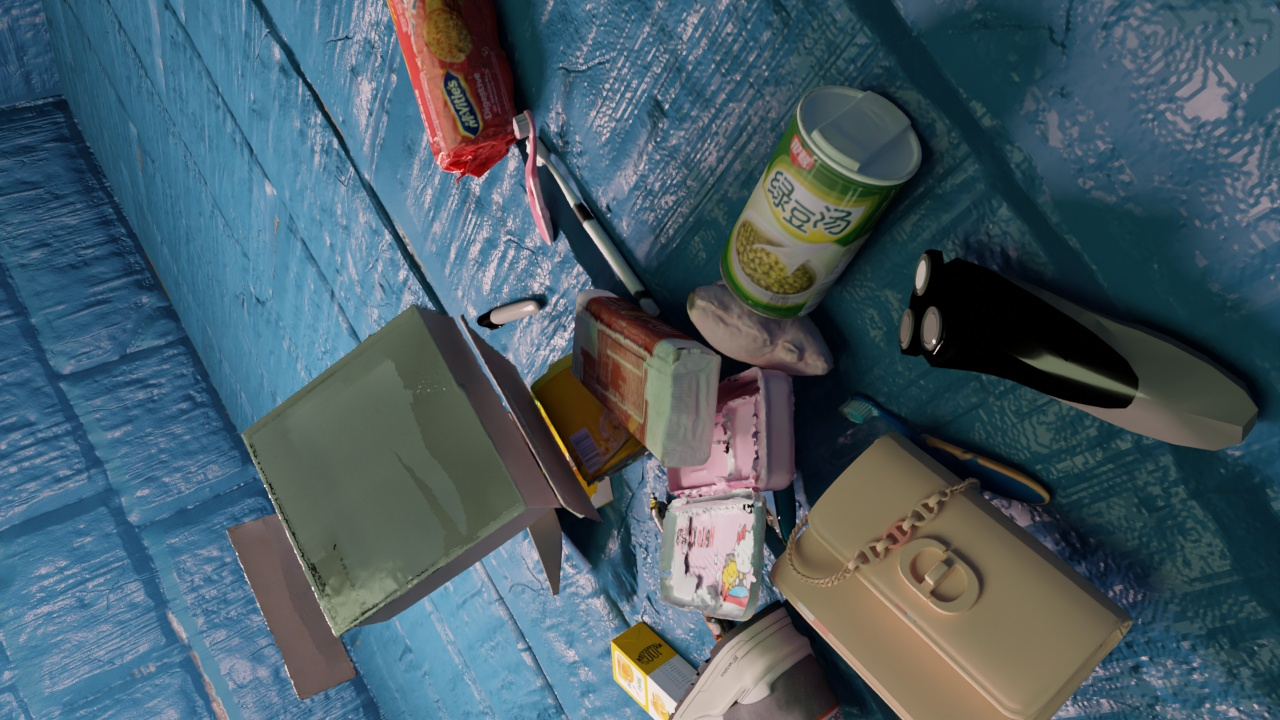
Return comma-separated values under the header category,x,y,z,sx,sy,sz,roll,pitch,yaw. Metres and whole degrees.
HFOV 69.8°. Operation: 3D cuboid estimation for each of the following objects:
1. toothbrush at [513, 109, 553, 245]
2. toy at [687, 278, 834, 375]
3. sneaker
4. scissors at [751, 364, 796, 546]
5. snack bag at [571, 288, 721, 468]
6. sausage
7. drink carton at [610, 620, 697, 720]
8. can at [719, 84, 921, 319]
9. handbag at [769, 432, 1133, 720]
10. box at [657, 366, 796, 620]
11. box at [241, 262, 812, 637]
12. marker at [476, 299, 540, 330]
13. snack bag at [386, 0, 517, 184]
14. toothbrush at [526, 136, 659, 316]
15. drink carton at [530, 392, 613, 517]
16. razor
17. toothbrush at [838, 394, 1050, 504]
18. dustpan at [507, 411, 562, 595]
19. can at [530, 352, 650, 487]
category,x,y,z,sx,sy,sz,roll,pitch,yaw
toothbrush,-0.086,-0.145,0.750,0.021,0.016,0.135,50,157,36
toy,0.078,-0.020,0.570,0.096,0.099,0.053,30,105,10
sneaker,0.097,0.309,0.747,0.124,0.088,0.240,47,141,31
scissors,0.081,0.061,0.666,0.118,0.019,0.148,8,114,56
snack bag,-0.004,0.004,0.656,0.225,0.041,0.077,-146,59,-65
sausage,0.045,0.185,0.803,0.155,0.020,0.020,63,149,3
drink carton,0.025,0.323,0.908,0.122,0.040,0.059,31,135,42
can,0.094,-0.083,0.499,0.067,0.067,0.121,53,147,18
handbag,0.181,0.135,0.542,0.199,0.116,0.187,43,-173,36
box,0.052,0.091,0.615,0.201,0.041,0.153,142,131,-74
box,-0.058,0.038,0.729,0.167,0.444,0.165,59,140,16
marker,-0.130,-0.044,0.909,0.022,0.016,0.139,42,155,-23
snack bag,-0.147,-0.237,0.742,0.082,0.082,0.176,10,119,53
toothbrush,-0.040,-0.107,0.734,0.186,0.012,0.017,55,160,15
drink carton,-0.068,0.081,0.877,0.058,0.041,0.123,22,130,48
razor,0.195,-0.003,0.424,0.156,0.060,0.057,21,119,24
toothbrush,0.170,0.051,0.528,0.135,0.017,0.021,30,148,43
dustpan,-0.121,0.123,0.927,0.258,0.033,0.163,101,147,-55
can,-0.043,0.048,0.792,0.105,0.067,0.068,59,148,8
